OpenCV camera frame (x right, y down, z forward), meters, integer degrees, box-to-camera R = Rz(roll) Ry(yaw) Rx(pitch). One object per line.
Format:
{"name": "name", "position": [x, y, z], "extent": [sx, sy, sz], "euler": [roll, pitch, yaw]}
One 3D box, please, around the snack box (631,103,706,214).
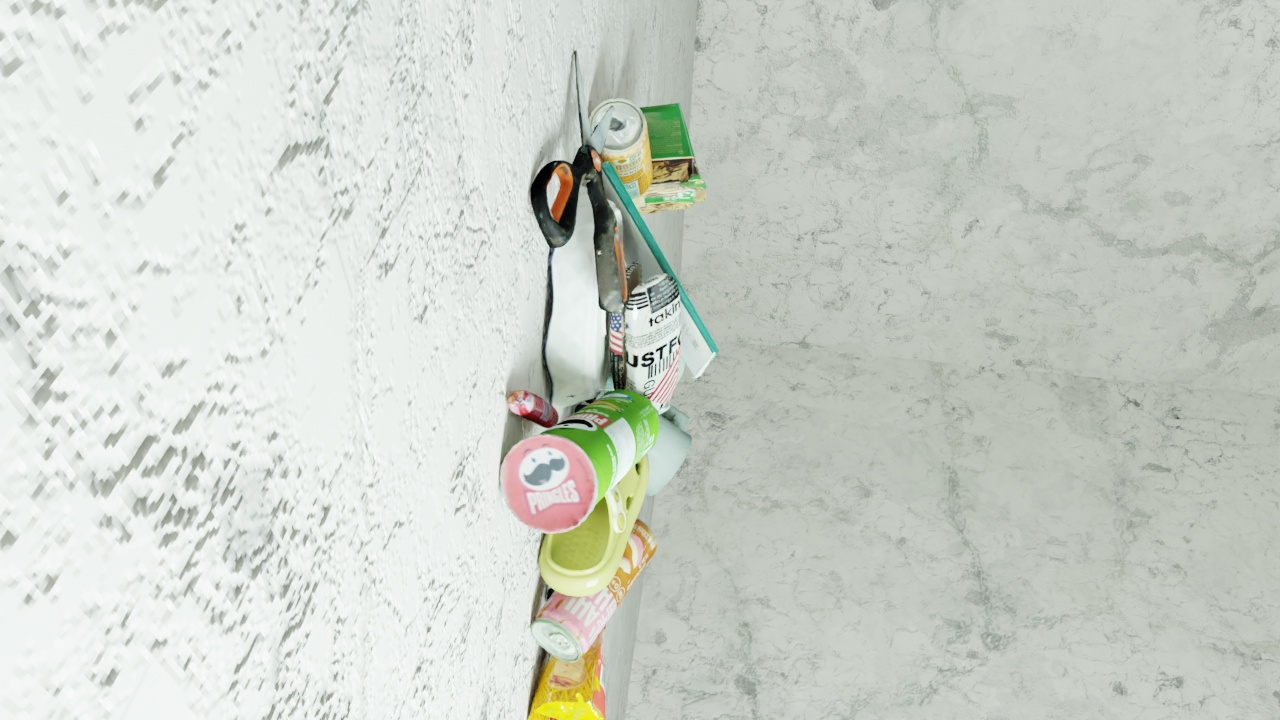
{"name": "snack box", "position": [0.012, -0.237, 1.076], "extent": [0.117, 0.118, 0.105], "euler": [56, 28, -84]}

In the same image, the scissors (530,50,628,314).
{"name": "scissors", "position": [-0.041, -0.145, 0.733], "extent": [0.223, 0.022, 0.221], "euler": [-29, 107, -68]}

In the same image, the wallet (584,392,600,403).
{"name": "wallet", "position": [-0.035, -0.022, 1.060], "extent": [0.122, 0.020, 0.096], "euler": [-53, 148, -49]}

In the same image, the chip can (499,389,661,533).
{"name": "chip can", "position": [-0.039, 0.074, 0.750], "extent": [0.235, 0.072, 0.072], "euler": [-27, 123, -76]}

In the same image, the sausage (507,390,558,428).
{"name": "sausage", "position": [-0.081, 0.037, 0.706], "extent": [0.156, 0.020, 0.020], "euler": [70, 26, -81]}

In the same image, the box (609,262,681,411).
{"name": "box", "position": [-0.010, -0.018, 0.866], "extent": [0.074, 0.079, 0.164], "euler": [-38, 145, -32]}

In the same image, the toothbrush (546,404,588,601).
{"name": "toothbrush", "position": [-0.072, 0.150, 0.947], "extent": [0.027, 0.026, 0.212], "euler": [-21, -125, 57]}

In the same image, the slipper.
{"name": "slipper", "position": [-0.045, 0.128, 0.873], "extent": [0.082, 0.092, 0.190], "euler": [87, 13, -49]}

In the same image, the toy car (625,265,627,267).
{"name": "toy car", "position": [-0.028, -0.086, 1.156], "extent": [0.122, 0.037, 0.056], "euler": [-70, 163, -70]}

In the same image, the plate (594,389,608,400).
{"name": "plate", "position": [-0.039, 0.103, 1.256], "extent": [0.265, 0.034, 0.162], "euler": [-49, 145, -83]}

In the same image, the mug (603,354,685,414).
{"name": "mug", "position": [-0.006, 0.006, 0.985], "extent": [0.106, 0.082, 0.111], "euler": [9, 56, -61]}

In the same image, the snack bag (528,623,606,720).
{"name": "snack bag", "position": [-0.061, 0.279, 0.952], "extent": [0.129, 0.073, 0.207], "euler": [-55, -162, 38]}

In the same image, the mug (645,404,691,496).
{"name": "mug", "position": [-0.002, 0.078, 1.045], "extent": [0.084, 0.103, 0.123], "euler": [-46, -167, 39]}

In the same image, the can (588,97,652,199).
{"name": "can", "position": [-0.019, -0.213, 0.939], "extent": [0.146, 0.058, 0.058], "euler": [68, 28, -81]}

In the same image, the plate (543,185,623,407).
{"name": "plate", "position": [-0.049, -0.056, 0.847], "extent": [0.205, 0.045, 0.205], "euler": [9, 87, -87]}

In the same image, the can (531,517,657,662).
{"name": "can", "position": [-0.042, 0.216, 0.886], "extent": [0.146, 0.058, 0.058], "euler": [-49, 152, -40]}

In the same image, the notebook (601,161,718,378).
{"name": "notebook", "position": [0.013, -0.084, 0.918], "extent": [0.209, 0.012, 0.150], "euler": [60, -8, 7]}
